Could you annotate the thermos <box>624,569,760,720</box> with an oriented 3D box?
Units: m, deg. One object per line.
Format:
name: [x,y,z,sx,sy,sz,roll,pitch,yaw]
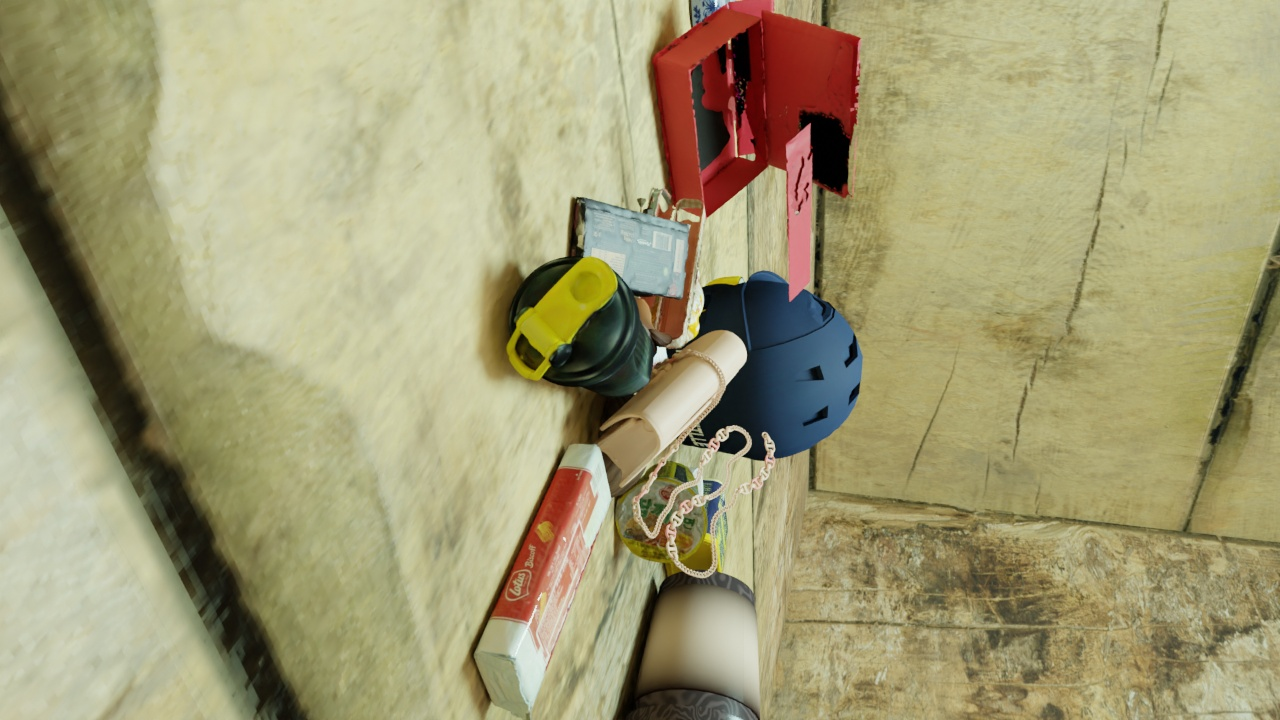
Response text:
thermos: [0.073,0.392,1.140,0.173,0.173,0.225,79,15,-45]

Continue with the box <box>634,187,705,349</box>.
box: [0.032,-0.105,1.011,0.078,0.054,0.186,22,64,-27]

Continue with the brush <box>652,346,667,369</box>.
brush: [-0.006,0.006,0.965,0.172,0.041,0.030,-25,101,-70]

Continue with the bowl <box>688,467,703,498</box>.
bowl: [0.044,0.186,1.162,0.104,0.054,0.105,3,89,-76]

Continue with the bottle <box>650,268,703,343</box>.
bottle: [0.043,-0.074,1.056,0.063,0.063,0.109,62,37,-63]

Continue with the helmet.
helmet: [0.174,0.005,1.168,0.271,0.223,0.232,-45,128,-54]

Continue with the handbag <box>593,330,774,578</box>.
handbag: [0.075,0.077,0.893,0.198,0.187,0.117,-42,180,-39]

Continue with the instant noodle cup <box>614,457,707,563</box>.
instant noodle cup: [0.027,0.162,1.036,0.108,0.102,0.102,-62,154,-76]

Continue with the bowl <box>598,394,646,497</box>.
bowl: [-0.012,0.087,0.965,0.119,0.032,0.119,5,89,-75]

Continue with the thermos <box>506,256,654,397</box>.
thermos: [-0.038,-0.016,0.739,0.221,0.098,0.098,46,50,-78]

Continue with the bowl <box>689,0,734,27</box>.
bowl: [0.096,-0.465,1.169,0.114,0.045,0.114,5,89,-75]

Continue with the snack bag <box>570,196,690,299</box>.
snack bag: [-0.007,-0.100,0.842,0.155,0.018,0.074,5,90,-49]

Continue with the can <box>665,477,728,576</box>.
can: [0.079,0.242,1.273,0.135,0.075,0.104,80,19,-44]

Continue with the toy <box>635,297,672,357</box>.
toy: [-0.016,-0.045,0.910,0.103,0.071,0.090,57,21,-30]

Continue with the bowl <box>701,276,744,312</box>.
bowl: [0.107,-0.061,1.291,0.117,0.068,0.117,6,89,-75]

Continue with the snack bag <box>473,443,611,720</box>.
snack bag: [-0.074,0.171,0.754,0.224,0.041,0.078,-66,155,-47]

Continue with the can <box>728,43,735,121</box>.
can: [0.125,-0.387,1.282,0.053,0.054,0.097,-67,156,-49]

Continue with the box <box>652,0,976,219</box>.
box: [0.205,-0.336,1.097,0.212,0.409,0.107,79,-16,-46]

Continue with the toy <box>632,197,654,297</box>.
toy: [0.005,-0.113,0.914,0.076,0.062,0.100,80,13,-75]
